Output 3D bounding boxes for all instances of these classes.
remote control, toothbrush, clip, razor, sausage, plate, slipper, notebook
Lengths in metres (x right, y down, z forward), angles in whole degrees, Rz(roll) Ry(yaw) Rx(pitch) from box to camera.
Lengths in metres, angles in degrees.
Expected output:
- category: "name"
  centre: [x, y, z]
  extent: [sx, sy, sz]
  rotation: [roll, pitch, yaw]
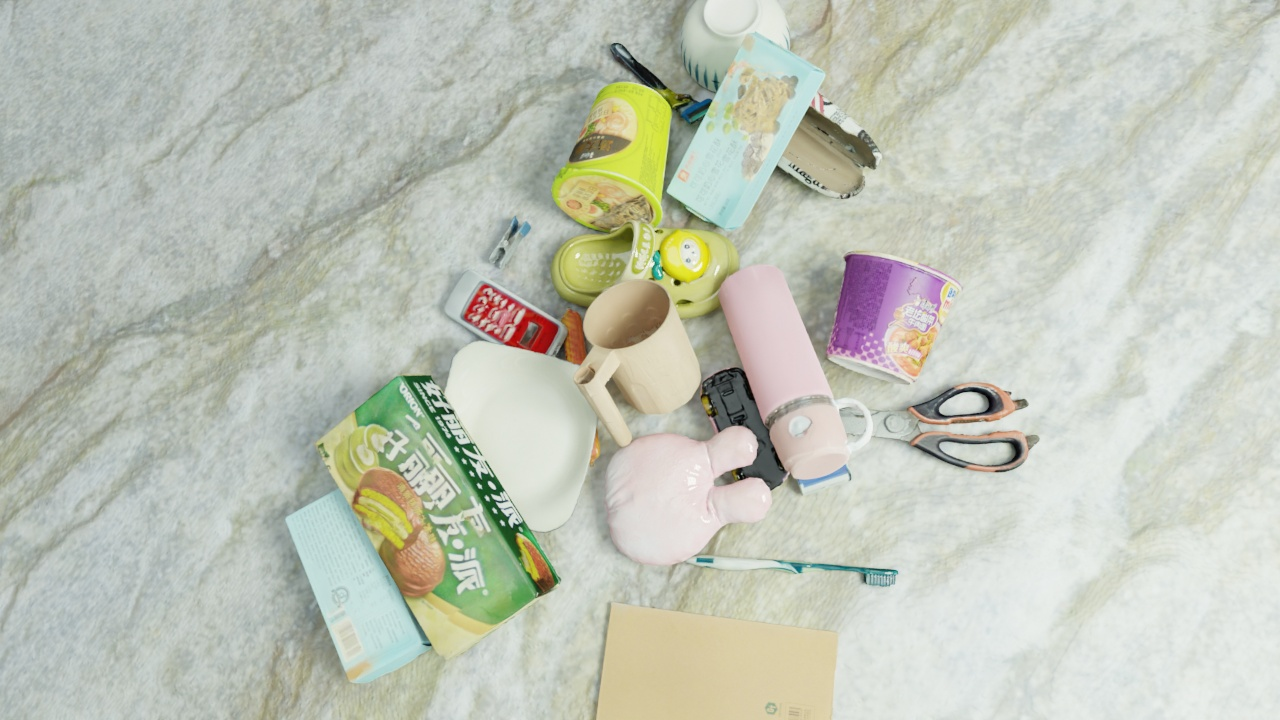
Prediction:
- category: "remote control"
  centre: [-0.137, -0.041, 0.921]
  extent: [0.136, 0.020, 0.056]
  rotation: [31, 91, 22]
- category: "toothbrush"
  centre: [0.135, 0.190, 0.832]
  extent: [0.192, 0.016, 0.018]
  rotation: [2, 86, 8]
- category: "clip"
  centre: [-0.137, -0.122, 0.953]
  extent: [0.038, 0.026, 0.058]
  rotation: [29, 84, 7]
- category: "razor"
  centre: [0.017, -0.295, 0.978]
  extent: [0.042, 0.022, 0.143]
  rotation: [-36, 68, -30]
- category: "sausage"
  centre: [-0.059, 0.024, 0.902]
  extent: [0.021, 0.021, 0.165]
  rotation: [-10, 73, 5]
- category: "remote control"
  centre: [0.153, 0.060, 0.859]
  extent: [0.049, 0.024, 0.124]
  rotation: [-18, 72, 3]
- category: "plate"
  centre: [-0.119, 0.072, 0.881]
  extent: [0.164, 0.034, 0.164]
  rotation: [14, 87, 17]
- category: "slipper"
  centre: [-0.001, -0.092, 0.896]
  extent: [0.191, 0.081, 0.091]
  rotation: [1, 78, 11]
- category: "notebook"
  centre: [0.066, 0.303, 0.815]
  extent: [0.208, 0.008, 0.147]
  rotation: [5, 75, 10]

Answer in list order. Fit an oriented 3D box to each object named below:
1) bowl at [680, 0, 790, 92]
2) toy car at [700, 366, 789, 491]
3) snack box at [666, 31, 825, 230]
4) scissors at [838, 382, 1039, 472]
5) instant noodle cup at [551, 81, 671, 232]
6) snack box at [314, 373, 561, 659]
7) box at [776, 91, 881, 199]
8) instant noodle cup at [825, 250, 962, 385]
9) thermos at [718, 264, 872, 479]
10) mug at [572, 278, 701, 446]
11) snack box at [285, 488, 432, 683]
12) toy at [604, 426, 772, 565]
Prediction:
- category: "bowl"
  centre: [0.098, -0.345, 0.956]
  extent: [0.116, 0.066, 0.116]
  rotation: [-2, 75, 8]
- category: "toy car"
  centre: [0.097, 0.066, 0.861]
  extent: [0.056, 0.037, 0.122]
  rotation: [-23, 83, 6]
- category: "snack box"
  centre: [0.100, -0.218, 0.887]
  extent: [0.074, 0.051, 0.175]
  rotation: [36, 115, 16]
- category: "scissors"
  centre: [0.248, 0.046, 0.841]
  extent: [0.208, 0.015, 0.185]
  rotation: [42, 79, 11]
- category: "instant noodle cup"
  centre: [-0.020, -0.207, 0.921]
  extent: [0.112, 0.112, 0.123]
  rotation: [9, 68, 11]
- category: "snack box"
  centre: [-0.187, 0.139, 0.842]
  extent: [0.115, 0.063, 0.240]
  rotation: [-36, 79, 14]
- category: "box"
  centre: [0.158, -0.220, 0.916]
  extent: [0.163, 0.076, 0.087]
  rotation: [39, 97, 15]
- category: "instant noodle cup"
  centre: [0.225, -0.035, 0.837]
  extent: [0.111, 0.111, 0.099]
  rotation: [17, 87, 12]
- category: "thermos"
  centre: [0.137, 0.005, 0.820]
  extent: [0.087, 0.067, 0.198]
  rotation: [-26, 56, 13]
- category: "mug"
  centre: [-0.005, 0.005, 0.839]
  extent: [0.084, 0.103, 0.124]
  rotation: [14, 59, 34]
- category: "snack box"
  centre: [-0.263, 0.207, 0.866]
  extent: [0.074, 0.051, 0.174]
  rotation: [-28, 74, -2]
- category: "toy"
  centre: [0.040, 0.120, 0.835]
  extent: [0.160, 0.054, 0.121]
  rotation: [-17, 75, 21]
